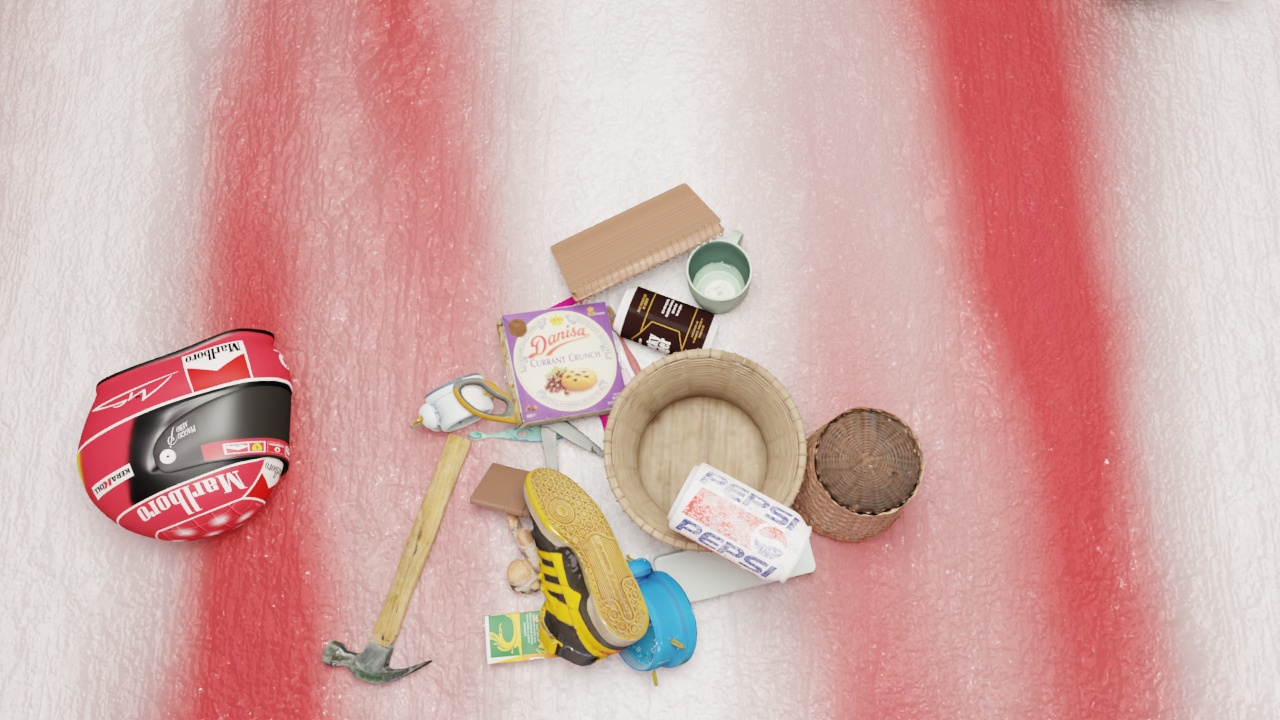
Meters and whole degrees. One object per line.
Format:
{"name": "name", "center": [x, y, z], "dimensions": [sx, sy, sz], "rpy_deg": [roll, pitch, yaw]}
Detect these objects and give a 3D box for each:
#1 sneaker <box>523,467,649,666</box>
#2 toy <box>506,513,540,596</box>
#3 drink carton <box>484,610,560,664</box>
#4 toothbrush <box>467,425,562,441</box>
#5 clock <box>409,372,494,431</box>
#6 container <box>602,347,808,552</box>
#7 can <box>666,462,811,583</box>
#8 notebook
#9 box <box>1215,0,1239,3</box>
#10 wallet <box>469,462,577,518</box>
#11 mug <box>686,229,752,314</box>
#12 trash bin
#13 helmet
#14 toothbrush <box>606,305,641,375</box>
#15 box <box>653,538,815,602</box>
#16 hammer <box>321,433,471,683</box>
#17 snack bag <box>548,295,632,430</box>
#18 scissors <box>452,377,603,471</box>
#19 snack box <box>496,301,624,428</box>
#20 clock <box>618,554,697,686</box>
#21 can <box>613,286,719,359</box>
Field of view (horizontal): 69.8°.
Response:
{"name": "sneaker", "center": [-0.088, 0.254, 1.107], "dimensions": [0.122, 0.085, 0.238], "rpy_deg": [-51, 59, 37]}
{"name": "toy", "center": [-0.146, 0.251, 1.178], "dimensions": [0.074, 0.085, 0.106], "rpy_deg": [4, 102, -33]}
{"name": "drink carton", "center": [-0.131, 0.347, 1.162], "dimensions": [0.122, 0.041, 0.058], "rpy_deg": [-7, 77, 4]}
{"name": "toothbrush", "center": [-0.166, 0.099, 1.232], "dimensions": [0.135, 0.017, 0.022], "rpy_deg": [-2, 77, 5]}
{"name": "clock", "center": [-0.252, 0.061, 1.214], "dimensions": [0.117, 0.083, 0.057], "rpy_deg": [-26, 83, -6]}
{"name": "container", "center": [0.075, 0.116, 1.112], "dimensions": [0.227, 0.196, 0.226], "rpy_deg": [-1, 79, 3]}
{"name": "can", "center": [0.102, 0.170, 0.958], "dimensions": [0.136, 0.078, 0.078], "rpy_deg": [28, 81, 8]}
{"name": "notebook", "center": [-0.008, -0.159, 1.216], "dimensions": [0.210, 0.022, 0.169], "rpy_deg": [-26, 32, -1]}
{"name": "box", "center": [0.687, -0.543, 1.095], "dimensions": [0.167, 0.413, 0.149], "rpy_deg": [6, 82, -1]}
{"name": "wallet", "center": [-0.150, 0.172, 1.190], "dimensions": [0.121, 0.087, 0.013], "rpy_deg": [12, 121, 8]}
{"name": "mug", "center": [0.109, -0.118, 1.212], "dimensions": [0.084, 0.104, 0.111], "rpy_deg": [21, 81, 9]}
{"name": "trash bin", "center": [0.258, 0.138, 1.089], "dimensions": [0.151, 0.210, 0.151], "rpy_deg": [-1, 78, 4]}
{"name": "helmet", "center": [-0.564, 0.112, 1.172], "dimensions": [0.270, 0.198, 0.224], "rpy_deg": [-22, 76, -9]}
{"name": "toothbrush", "center": [-0.007, 0.007, 1.241], "dimensions": [0.015, 0.016, 0.184], "rpy_deg": [-25, 78, -8]}
{"name": "box", "center": [0.118, 0.257, 1.157], "dimensions": [0.199, 0.071, 0.085], "rpy_deg": [-16, 58, 0]}
{"name": "hammer", "center": [-0.294, 0.257, 1.202], "dimensions": [0.132, 0.033, 0.330], "rpy_deg": [17, 79, 10]}
{"name": "snack bag", "center": [-0.059, 0.000, 1.245], "dimensions": [0.070, 0.016, 0.196], "rpy_deg": [-26, 77, -3]}
{"name": "scissors", "center": [-0.127, 0.053, 1.203], "dimensions": [0.225, 0.016, 0.225], "rpy_deg": [29, 67, -11]}
{"name": "snack box", "center": [-0.102, 0.004, 1.193], "dimensions": [0.143, 0.041, 0.148], "rpy_deg": [-9, 77, -20]}
{"name": "clock", "center": [0.002, 0.308, 1.124], "dimensions": [0.060, 0.117, 0.161], "rpy_deg": [-10, 48, -37]}
{"name": "can", "center": [0.034, -0.047, 1.214], "dimensions": [0.128, 0.072, 0.072], "rpy_deg": [20, 80, 4]}
